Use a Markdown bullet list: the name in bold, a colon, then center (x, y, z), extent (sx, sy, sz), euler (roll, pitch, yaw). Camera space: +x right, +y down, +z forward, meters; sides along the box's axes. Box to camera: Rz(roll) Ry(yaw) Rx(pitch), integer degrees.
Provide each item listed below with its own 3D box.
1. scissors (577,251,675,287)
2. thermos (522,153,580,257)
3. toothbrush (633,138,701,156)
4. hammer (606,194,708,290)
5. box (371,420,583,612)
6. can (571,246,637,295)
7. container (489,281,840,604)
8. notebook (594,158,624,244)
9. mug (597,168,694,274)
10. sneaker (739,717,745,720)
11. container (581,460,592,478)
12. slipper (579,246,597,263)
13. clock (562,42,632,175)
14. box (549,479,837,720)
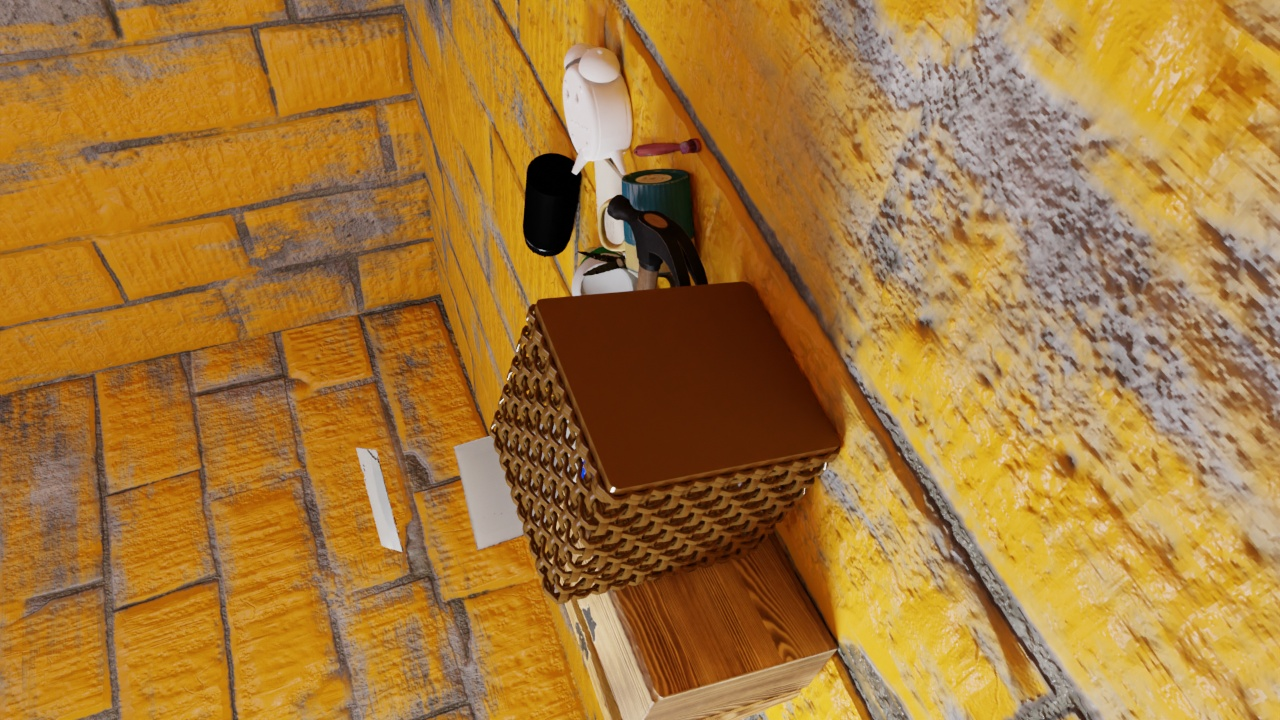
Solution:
- **scissors**: center (-0.010, -0.115, 1.128), extent (0.013, 0.162, 0.154), euler (-23, 118, 40)
- **thermos**: center (-0.152, -0.248, 1.535), extent (0.199, 0.086, 0.086), euler (109, 143, -61)
- **toothbrush**: center (0.027, -0.249, 1.083), extent (0.190, 0.016, 0.016), euler (-152, 48, -67)
- **hammer**: center (0.005, -0.032, 1.069), extent (0.132, 0.040, 0.306), euler (39, 140, 31)
- **box**: center (-0.157, 0.179, 1.315), extent (0.119, 0.477, 0.166), euler (6, 111, 47)
- **can**: center (-0.042, -0.103, 1.205), extent (0.139, 0.088, 0.088), euler (-86, -14, -77)
- **container**: center (0.013, 0.077, 0.934), extent (0.219, 0.251, 0.215), euler (65, 148, 31)
- **notebook**: center (-0.026, -0.194, 1.308), extent (0.208, 0.012, 0.153), euler (-123, 24, -47)
- **mug**: center (0.005, -0.162, 1.068), extent (0.083, 0.114, 0.107), euler (-61, -31, -60)
- **sneaker**: center (0.109, 0.419, 1.287), extent (0.132, 0.103, 0.270), euler (31, 135, 46)
- **container**: center (-0.032, 0.151, 1.277), extent (0.114, 0.096, 0.058), euler (78, -172, -50)
- **slipper**: center (-0.072, -0.089, 1.428), extent (0.092, 0.081, 0.190), euler (117, 138, -62)
- **clock**: center (-0.065, -0.331, 1.211), extent (0.125, 0.072, 0.161), euler (-133, 33, -58)
- **box**: center (0.051, 0.274, 1.072), extent (0.168, 0.244, 0.279), euler (105, 148, -42)
